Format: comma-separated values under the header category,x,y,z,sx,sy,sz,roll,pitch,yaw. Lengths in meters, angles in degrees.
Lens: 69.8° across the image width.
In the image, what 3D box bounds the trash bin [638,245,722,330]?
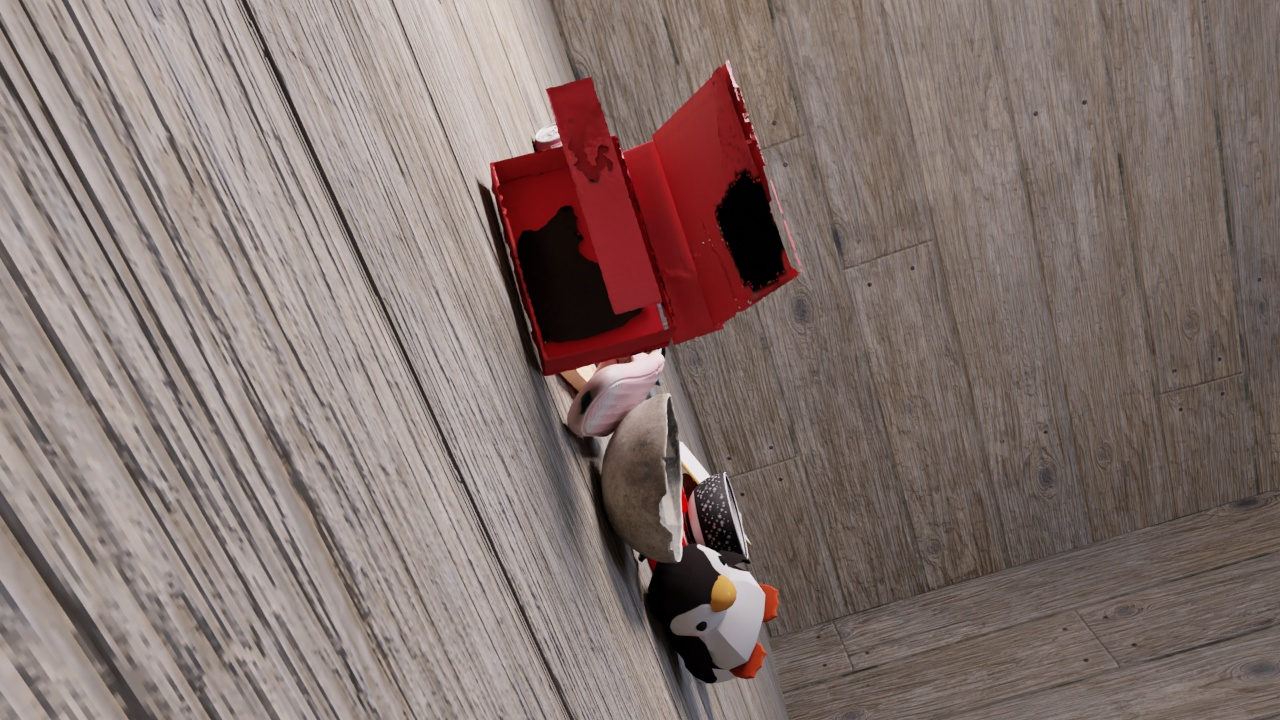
category,x,y,z,sx,sy,sz,roll,pitch,yaw
trash bin,0.044,-0.160,1.489,0.247,0.142,0.142,87,-12,-69

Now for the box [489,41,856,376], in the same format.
category,x,y,z,sx,sy,sz,roll,pitch,yaw
box,0.025,-0.129,0.861,0.121,0.319,0.211,27,45,-71

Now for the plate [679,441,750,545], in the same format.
category,x,y,z,sx,sy,sz,roll,pitch,yaw
plate,0.101,0.187,1.405,0.230,0.021,0.230,51,-1,1

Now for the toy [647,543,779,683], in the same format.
category,x,y,z,sx,sy,sz,roll,pitch,yaw
toy,0.064,0.282,1.087,0.184,0.140,0.158,53,50,-48

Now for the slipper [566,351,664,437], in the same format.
category,x,y,z,sx,sy,sz,roll,pitch,yaw
slipper,-0.031,0.033,0.984,0.056,0.107,0.221,35,12,9

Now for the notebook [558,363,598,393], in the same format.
category,x,y,z,sx,sy,sz,roll,pitch,yaw
notebook,-0.093,-0.071,1.044,0.167,0.024,0.225,56,17,-69

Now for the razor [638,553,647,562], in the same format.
category,x,y,z,sx,sy,sz,roll,pitch,yaw
razor,-0.015,0.165,1.085,0.043,0.022,0.144,-53,-134,41

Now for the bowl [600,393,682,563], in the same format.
category,x,y,z,sx,sy,sz,roll,pitch,yaw
bowl,0.000,0.126,0.972,0.178,0.081,0.178,-1,89,-82

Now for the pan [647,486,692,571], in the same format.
category,x,y,z,sx,sy,sz,roll,pitch,yaw
pan,0.019,0.157,1.299,0.355,0.067,0.209,-97,169,-48

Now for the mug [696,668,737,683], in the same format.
category,x,y,z,sx,sy,sz,roll,pitch,yaw
mug,0.094,0.383,1.258,0.105,0.074,0.089,30,34,-42

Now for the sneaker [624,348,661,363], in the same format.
category,x,y,z,sx,sy,sz,roll,pitch,yaw
sneaker,-0.037,-0.095,1.307,0.127,0.121,0.294,29,39,-64

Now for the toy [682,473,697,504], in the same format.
category,x,y,z,sx,sy,sz,roll,pitch,yaw
toy,0.085,0.258,1.440,0.172,0.093,0.163,50,22,-73

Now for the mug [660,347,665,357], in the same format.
category,x,y,z,sx,sy,sz,roll,pitch,yaw
mug,-0.013,-0.016,1.445,0.094,0.085,0.121,62,29,-57

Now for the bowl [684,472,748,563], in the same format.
category,x,y,z,sx,sy,sz,roll,pitch,yaw
bowl,0.096,0.215,1.219,0.120,0.066,0.120,-14,89,-82

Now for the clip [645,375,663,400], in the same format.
category,x,y,z,sx,sy,sz,roll,pitch,yaw
clip,-0.018,0.019,1.360,0.158,0.030,0.174,-44,140,-35

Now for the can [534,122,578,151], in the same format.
category,x,y,z,sx,sy,sz,roll,pitch,yaw
can,-0.115,-0.298,1.392,0.063,0.063,0.114,-103,173,-48
